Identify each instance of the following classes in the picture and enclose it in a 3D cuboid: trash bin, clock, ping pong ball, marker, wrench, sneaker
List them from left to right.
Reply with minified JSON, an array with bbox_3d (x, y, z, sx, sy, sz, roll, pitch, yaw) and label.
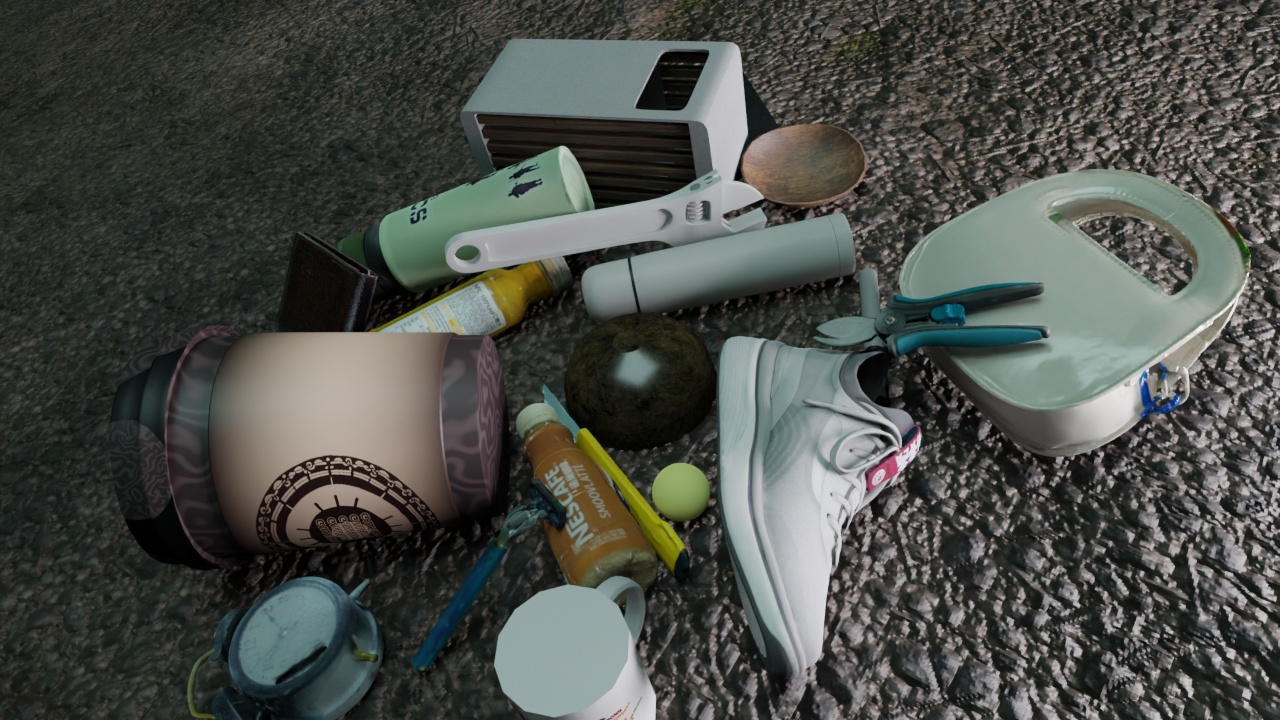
[{"bbox_3d":[-0.230,0.193,0.595,0.129,0.052,0.090,-22,47,-1],"label":"clock"},{"bbox_3d":[-0.026,-0.103,0.774,0.273,0.087,0.018,-12,46,-8],"label":"wrench"},{"bbox_3d":[-0.028,-0.214,0.851,0.229,0.115,0.114,8,52,18],"label":"trash bin"},{"bbox_3d":[0.028,0.091,0.631,0.040,0.040,0.040,-7,47,7],"label":"ping pong ball"},{"bbox_3d":[0.116,0.078,0.581,0.129,0.097,0.262,-8,40,14],"label":"sneaker"},{"bbox_3d":[0.181,-0.021,0.713,0.016,0.016,0.140,-2,48,12],"label":"marker"}]

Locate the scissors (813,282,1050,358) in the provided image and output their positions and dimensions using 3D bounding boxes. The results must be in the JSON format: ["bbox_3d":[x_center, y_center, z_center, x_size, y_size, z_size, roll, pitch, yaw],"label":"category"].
[{"bbox_3d":[0.196,-0.030,0.611,0.148,0.019,0.132,-43,50,-6],"label":"scissors"}]

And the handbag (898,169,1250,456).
[{"bbox_3d":[0.301,-0.044,0.640,0.200,0.093,0.200,-34,47,6],"label":"handbag"}]

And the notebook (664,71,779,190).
[{"bbox_3d":[0.019,-0.221,0.936,0.231,0.019,0.169,-17,48,-2],"label":"notebook"}]

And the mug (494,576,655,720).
[{"bbox_3d":[-0.028,0.174,0.534,0.073,0.090,0.105,16,53,26],"label":"mug"}]

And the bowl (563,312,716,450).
[{"bbox_3d":[-0.004,0.004,0.708,0.121,0.056,0.121,-7,47,7],"label":"bowl"}]

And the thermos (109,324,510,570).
[{"bbox_3d":[-0.215,0.054,0.645,0.226,0.173,0.172,-4,47,1],"label":"thermos"}]

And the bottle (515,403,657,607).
[{"bbox_3d":[-0.046,0.093,0.634,0.059,0.059,0.167,-25,46,-10],"label":"bottle"}]

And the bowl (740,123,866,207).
[{"bbox_3d":[0.151,-0.175,0.853,0.114,0.026,0.101,-5,56,6],"label":"bowl"}]

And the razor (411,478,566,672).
[{"bbox_3d":[-0.103,0.141,0.593,0.144,0.022,0.042,-53,41,0],"label":"razor"}]

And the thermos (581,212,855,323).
[{"bbox_3d":[0.063,-0.075,0.767,0.224,0.052,0.052,-11,46,3],"label":"thermos"}]

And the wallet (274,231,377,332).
[{"bbox_3d":[-0.279,-0.050,0.803,0.120,0.099,0.031,31,19,36],"label":"wallet"}]

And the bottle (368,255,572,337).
[{"bbox_3d":[-0.147,-0.039,0.784,0.186,0.053,0.053,-30,48,-14],"label":"bottle"}]

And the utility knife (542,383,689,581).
[{"bbox_3d":[-0.023,0.080,0.660,0.018,0.031,0.207,-14,42,-34],"label":"utility knife"}]

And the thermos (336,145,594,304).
[{"bbox_3d":[-0.158,-0.113,0.818,0.232,0.082,0.082,-19,45,14],"label":"thermos"}]
